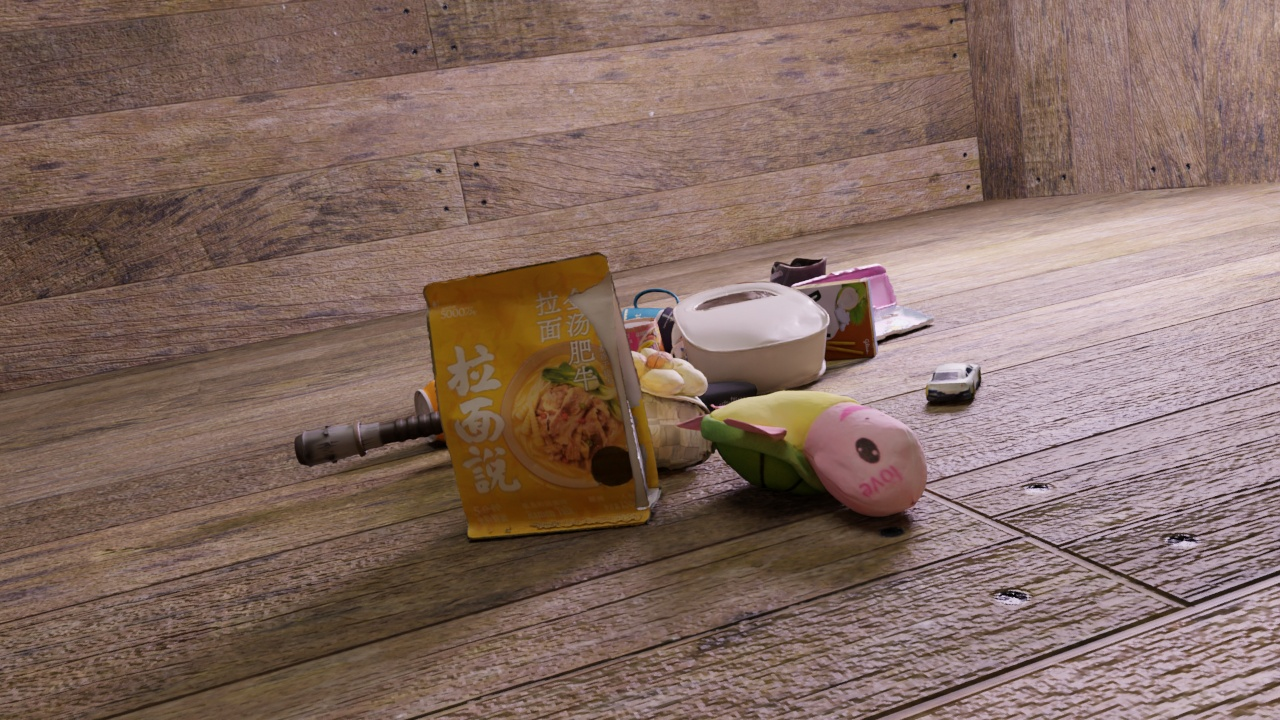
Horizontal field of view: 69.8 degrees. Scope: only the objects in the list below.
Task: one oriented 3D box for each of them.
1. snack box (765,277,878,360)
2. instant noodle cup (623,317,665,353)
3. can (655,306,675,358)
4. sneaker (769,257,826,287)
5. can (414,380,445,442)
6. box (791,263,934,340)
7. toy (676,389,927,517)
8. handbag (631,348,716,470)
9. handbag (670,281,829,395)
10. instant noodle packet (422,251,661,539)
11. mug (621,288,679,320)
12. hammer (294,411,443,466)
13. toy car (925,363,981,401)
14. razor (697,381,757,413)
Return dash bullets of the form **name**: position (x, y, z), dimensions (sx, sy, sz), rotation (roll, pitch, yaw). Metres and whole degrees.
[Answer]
- **snack box**: position (0.221, -0.050, 1.248), dimensions (0.186, 0.101, 0.031), rotation (-5, 12, 24)
- **instant noodle cup**: position (-0.007, 0.007, 1.136), dimensions (0.098, 0.108, 0.097), rotation (-10, 10, 2)
- **can**: position (0.079, -0.024, 1.253), dimensions (0.127, 0.064, 0.064), rotation (21, 18, 12)
- **sneaker**: position (0.198, -0.092, 1.456), dimensions (0.235, 0.120, 0.095), rotation (-6, 11, 36)
- **can**: position (-0.205, 0.052, 1.158), dimensions (0.142, 0.079, 0.079), rotation (-16, 12, -29)
- **box**: position (0.317, -0.070, 1.351), dimensions (0.201, 0.149, 0.073), rotation (-15, -33, -31)
- **toy**: position (0.130, 0.067, 0.747), dimensions (0.189, 0.087, 0.239), rotation (7, 2, -41)
- **handbag**: position (-0.021, 0.048, 0.887), dimensions (0.171, 0.123, 0.112), rotation (-5, 16, -6)
- **handbag**: position (0.130, -0.031, 1.170), dimensions (0.200, 0.093, 0.199), rotation (-10, 32, -7)
- **instant noodle packet**: position (-0.085, 0.031, 0.769), dimensions (0.163, 0.222, 0.084), rotation (-8, 14, 13)
- **mug**: position (0.027, -0.059, 1.462), dimensions (0.104, 0.112, 0.084), rotation (-1, -7, 9)
- **hammer**: position (-0.216, 0.067, 1.022), dimensions (0.324, 0.101, 0.190), rotation (-11, 10, -8)
- **toy car**: position (0.331, 0.019, 0.971), dimensions (0.048, 0.033, 0.105), rotation (-6, 10, 28)
- **razor**: position (0.066, 0.047, 1.042), dimensions (0.142, 0.047, 0.052), rotation (-8, 38, -15)
